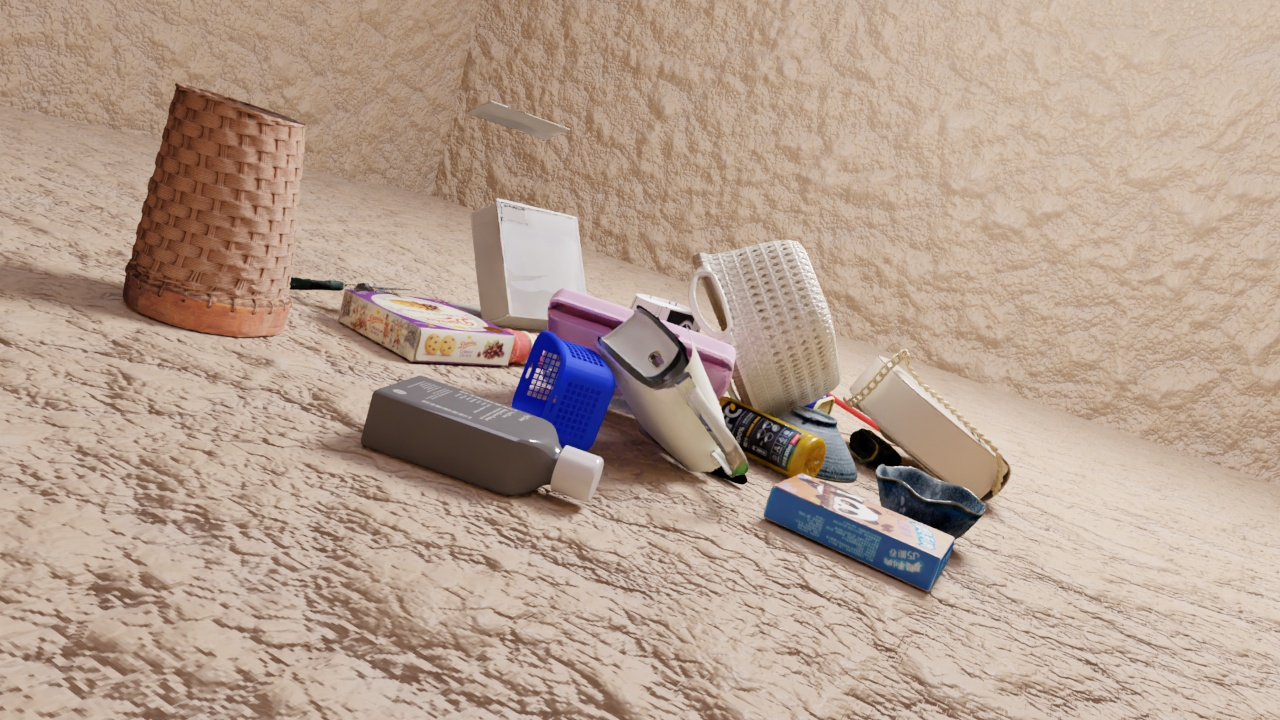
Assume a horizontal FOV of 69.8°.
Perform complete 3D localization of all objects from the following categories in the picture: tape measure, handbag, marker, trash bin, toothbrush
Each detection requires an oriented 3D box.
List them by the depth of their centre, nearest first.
[{"bbox_3d":[0.049,0.042,0.840,0.176,0.074,0.151,42,-14,44],"label":"handbag"},{"bbox_3d":[-0.401,-0.144,0.894,0.151,0.210,0.151,17,10,-3],"label":"trash bin"},{"bbox_3d":[0.051,0.090,0.917,0.139,0.022,0.016,25,17,35],"label":"marker"},{"bbox_3d":[0.292,0.114,1.157,0.061,0.034,0.062,15,21,-50],"label":"tape measure"},{"bbox_3d":[0.371,0.078,1.177,0.208,0.103,0.210,40,12,3],"label":"handbag"},{"bbox_3d":[0.306,0.068,1.313,0.212,0.018,0.012,31,-9,-19],"label":"toothbrush"}]

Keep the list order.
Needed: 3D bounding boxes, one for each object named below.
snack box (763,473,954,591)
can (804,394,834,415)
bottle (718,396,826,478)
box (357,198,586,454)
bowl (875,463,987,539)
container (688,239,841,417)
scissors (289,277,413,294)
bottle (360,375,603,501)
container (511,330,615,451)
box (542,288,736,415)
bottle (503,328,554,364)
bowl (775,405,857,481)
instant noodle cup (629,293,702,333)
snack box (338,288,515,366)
[{"bbox_3d":[0.193,0.147,0.807,0.151,0.034,0.087,21,11,24],"label":"snack box"},{"bbox_3d":[0.203,0.060,1.246,0.092,0.056,0.116,22,11,22],"label":"can"},{"bbox_3d":[0.114,0.075,1.014,0.186,0.053,0.053,25,12,38],"label":"bottle"},{"bbox_3d":[-0.253,-0.041,1.358,0.167,0.423,0.173,4,52,-52],"label":"box"},{"bbox_3d":[0.278,0.145,0.899,0.110,0.055,0.110,16,10,-3],"label":"bowl"},{"bbox_3d":[0.150,-0.033,1.099,0.143,0.184,0.246,-20,-26,7],"label":"container"},{"bbox_3d":[-0.373,-0.089,1.122,0.202,0.015,0.202,6,-4,-16],"label":"scissors"},{"bbox_3d":[-0.115,0.064,0.706,0.174,0.046,0.083,18,10,8],"label":"bottle"},{"bbox_3d":[-0.070,0.030,0.836,0.058,0.096,0.114,18,9,-22],"label":"container"},{"bbox_3d":[-0.006,0.006,0.973,0.201,0.037,0.153,20,-34,6],"label":"box"},{"bbox_3d":[-0.131,-0.015,1.131,0.044,0.044,0.109,24,12,35],"label":"bottle"},{"bbox_3d":[0.195,0.088,1.071,0.137,0.057,0.137,16,10,-3],"label":"bowl"},{"bbox_3d":[0.018,-0.011,1.128,0.123,0.122,0.123,17,10,-3],"label":"instant noodle cup"},{"bbox_3d":[-0.246,-0.037,1.059,0.148,0.040,0.143,24,12,36],"label":"snack box"}]
